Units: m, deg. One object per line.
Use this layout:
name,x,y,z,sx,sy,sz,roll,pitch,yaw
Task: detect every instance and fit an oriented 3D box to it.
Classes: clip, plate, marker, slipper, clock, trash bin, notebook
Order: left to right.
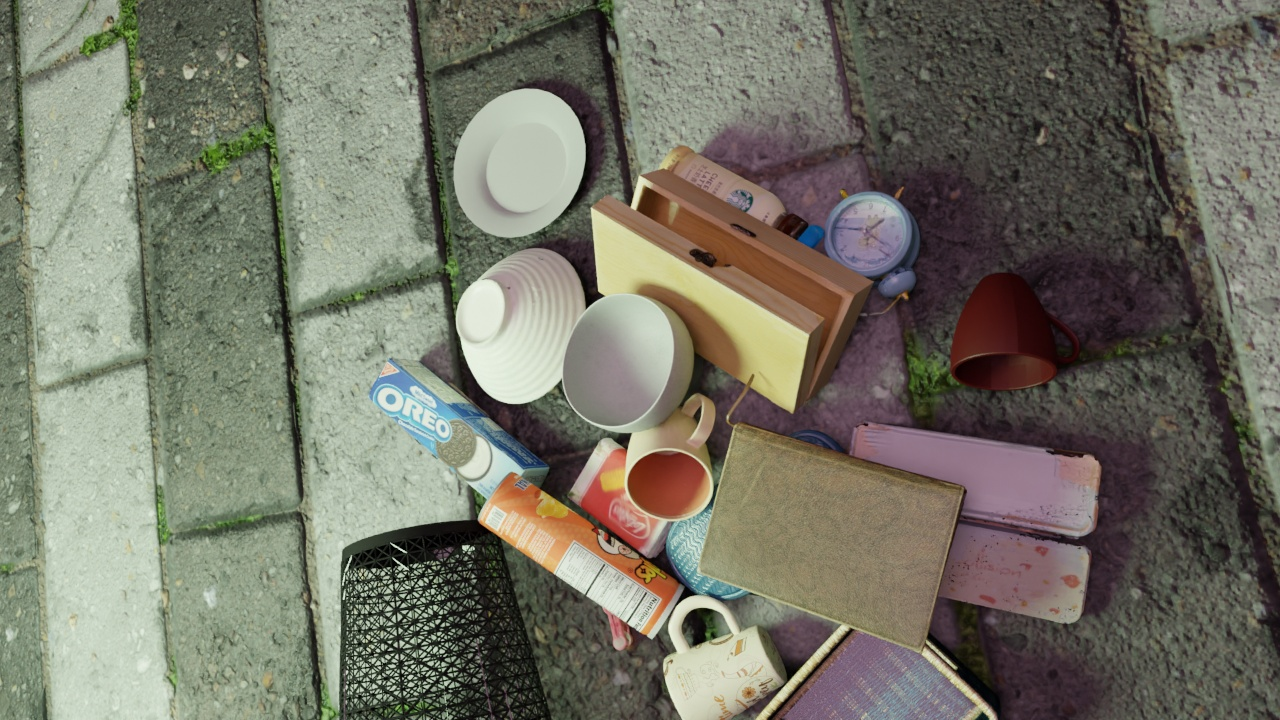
trash bin,-0.209,0.304,0.941,0.217,0.216,0.243,-19,71,20
plate,-0.137,-0.225,1.057,0.173,0.019,0.172,-3,84,23
clip,-0.021,0.271,0.959,0.022,0.038,0.059,-13,78,18
slipper,0.117,0.153,0.884,0.214,0.059,0.103,-43,66,20
marker,0.140,-0.087,0.900,0.123,0.015,0.018,-52,54,40
notebook,0.165,0.130,0.808,0.216,0.034,0.190,14,90,28
clock,0.218,-0.103,0.873,0.089,0.051,0.124,3,85,22

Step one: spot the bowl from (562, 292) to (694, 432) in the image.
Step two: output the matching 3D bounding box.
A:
bowl,-0.005,0.005,0.883,0.132,0.064,0.131,-9,74,33

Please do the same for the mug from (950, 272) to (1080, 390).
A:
mug,0.333,-0.028,0.810,0.114,0.087,0.088,9,68,-3

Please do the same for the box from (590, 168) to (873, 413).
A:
box,0.068,-0.063,0.878,0.249,0.122,0.141,34,125,23

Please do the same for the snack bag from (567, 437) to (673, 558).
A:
snack bag,-0.012,0.142,0.956,0.116,0.036,0.077,34,97,23

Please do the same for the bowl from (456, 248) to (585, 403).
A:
bowl,-0.149,-0.045,0.993,0.178,0.070,0.177,-9,75,35

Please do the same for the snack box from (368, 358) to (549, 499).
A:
snack box,-0.207,0.080,1.035,0.226,0.059,0.059,36,102,22

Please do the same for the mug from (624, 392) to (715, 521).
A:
mug,0.035,0.082,0.895,0.085,0.104,0.112,30,113,-14

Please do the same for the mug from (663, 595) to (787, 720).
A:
mug,0.074,0.283,0.882,0.097,0.081,0.122,-30,82,10

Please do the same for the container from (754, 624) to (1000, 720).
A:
container,0.206,0.324,0.824,0.145,0.071,0.187,43,101,21

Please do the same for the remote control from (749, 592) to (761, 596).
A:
remote control,0.143,0.215,0.895,0.125,0.010,0.039,4,86,24

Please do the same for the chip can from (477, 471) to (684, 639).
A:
chip can,-0.060,0.195,0.927,0.210,0.062,0.062,33,98,7

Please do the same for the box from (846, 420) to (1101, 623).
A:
box,0.290,0.144,0.830,0.217,0.058,0.154,8,87,23

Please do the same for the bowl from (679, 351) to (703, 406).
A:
bowl,-0.015,0.001,0.960,0.151,0.056,0.150,-3,83,24

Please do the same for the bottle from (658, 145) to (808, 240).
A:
bottle,0.093,-0.159,0.930,0.162,0.056,0.056,34,98,23
